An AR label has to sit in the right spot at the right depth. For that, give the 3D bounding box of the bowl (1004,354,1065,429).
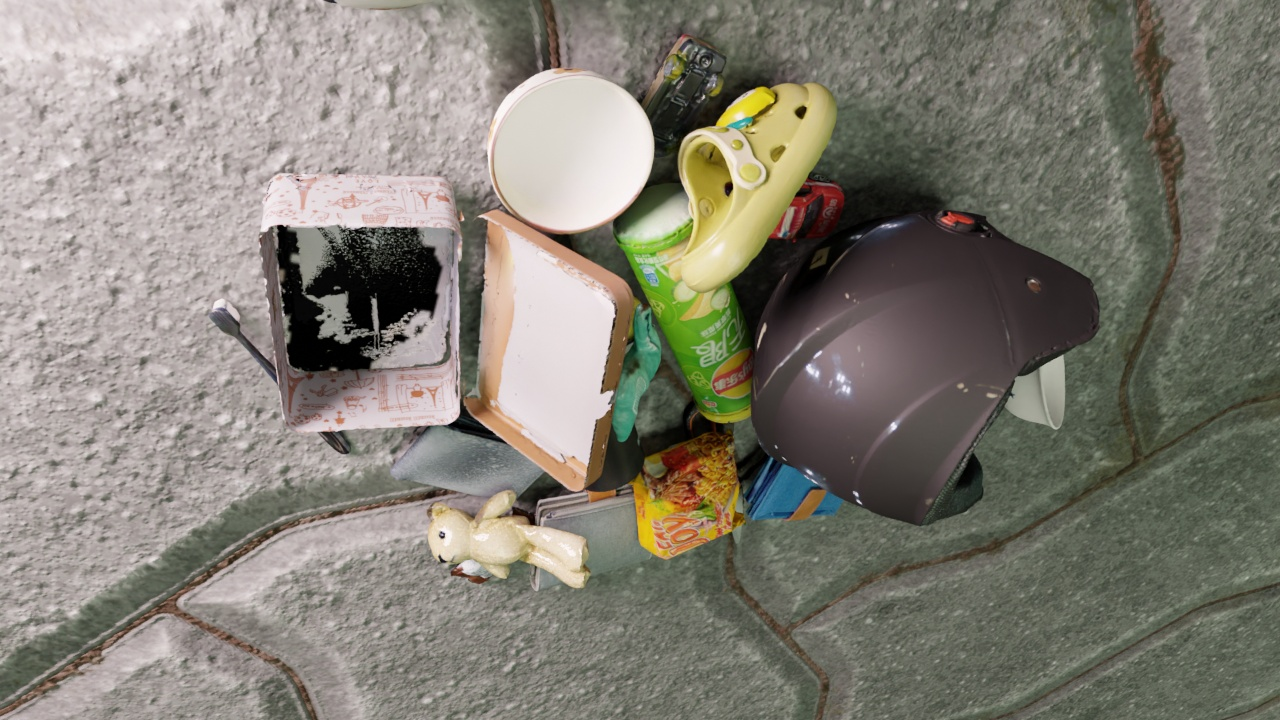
[{"bbox_3d":[0.380,0.010,0.919,0.065,0.118,0.118,-4,142,34],"label":"bowl"}]

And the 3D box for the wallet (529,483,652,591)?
[{"bbox_3d":[-0.045,0.166,0.904,0.129,0.037,0.107,-8,123,-28],"label":"wallet"}]

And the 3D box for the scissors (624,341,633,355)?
[{"bbox_3d":[-0.076,0.036,0.808,0.165,0.014,0.163,-8,128,-17],"label":"scissors"}]

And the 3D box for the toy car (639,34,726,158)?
[{"bbox_3d":[0.024,-0.186,0.655,0.042,0.035,0.091,15,126,-28],"label":"toy car"}]

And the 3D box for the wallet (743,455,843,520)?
[{"bbox_3d":[0.175,0.117,0.940,0.132,0.040,0.107,5,122,-38],"label":"wallet"}]

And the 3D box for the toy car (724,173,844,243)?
[{"bbox_3d":[0.109,-0.121,0.734,0.120,0.045,0.053,-3,129,-22],"label":"toy car"}]

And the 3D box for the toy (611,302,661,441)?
[{"bbox_3d":[-0.004,0.004,0.727,0.030,0.091,0.097,13,138,12],"label":"toy"}]

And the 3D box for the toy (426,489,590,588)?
[{"bbox_3d":[-0.120,0.170,0.832,0.157,0.066,0.105,11,129,9],"label":"toy"}]

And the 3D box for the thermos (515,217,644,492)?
[{"bbox_3d":[-0.056,0.007,0.734,0.068,0.089,0.243,-16,128,2],"label":"thermos"}]

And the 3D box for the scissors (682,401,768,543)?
[{"bbox_3d":[0.103,0.107,0.927,0.225,0.021,0.221,-31,131,4],"label":"scissors"}]

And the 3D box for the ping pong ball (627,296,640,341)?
[{"bbox_3d":[-0.015,-0.035,0.756,0.040,0.040,0.040,-11,130,-13],"label":"ping pong ball"}]

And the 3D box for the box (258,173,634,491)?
[{"bbox_3d":[-0.138,-0.023,0.650,0.272,0.130,0.179,14,127,5],"label":"box"}]

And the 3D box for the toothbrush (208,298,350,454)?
[{"bbox_3d":[-0.276,0.019,0.717,0.016,0.018,0.181,-20,134,5],"label":"toothbrush"}]

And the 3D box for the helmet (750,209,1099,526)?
[{"bbox_3d":[0.207,-0.006,0.741,0.230,0.273,0.234,15,133,0],"label":"helmet"}]

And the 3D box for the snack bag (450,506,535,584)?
[{"bbox_3d":[-0.138,0.184,0.893,0.105,0.026,0.045,-44,136,17],"label":"snack bag"}]

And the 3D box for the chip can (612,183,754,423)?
[{"bbox_3d":[0.046,-0.043,0.752,0.072,0.072,0.221,-27,131,1],"label":"chip can"}]

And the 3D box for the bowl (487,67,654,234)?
[{"bbox_3d":[-0.054,-0.151,0.635,0.113,0.062,0.114,-11,129,-14],"label":"bowl"}]

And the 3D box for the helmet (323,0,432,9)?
[{"bbox_3d":[-0.135,-0.288,0.433,0.229,0.156,0.275,-8,129,-14],"label":"helmet"}]

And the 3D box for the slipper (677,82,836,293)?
[{"bbox_3d":[0.069,-0.135,0.640,0.081,0.190,0.092,37,153,-16],"label":"slipper"}]

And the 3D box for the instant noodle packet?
[{"bbox_3d":[0.046,0.133,0.882,0.110,0.044,0.128,-19,131,-9],"label":"instant noodle packet"}]

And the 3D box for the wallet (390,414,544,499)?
[{"bbox_3d":[-0.143,0.088,0.803,0.120,0.019,0.097,20,137,-29],"label":"wallet"}]
